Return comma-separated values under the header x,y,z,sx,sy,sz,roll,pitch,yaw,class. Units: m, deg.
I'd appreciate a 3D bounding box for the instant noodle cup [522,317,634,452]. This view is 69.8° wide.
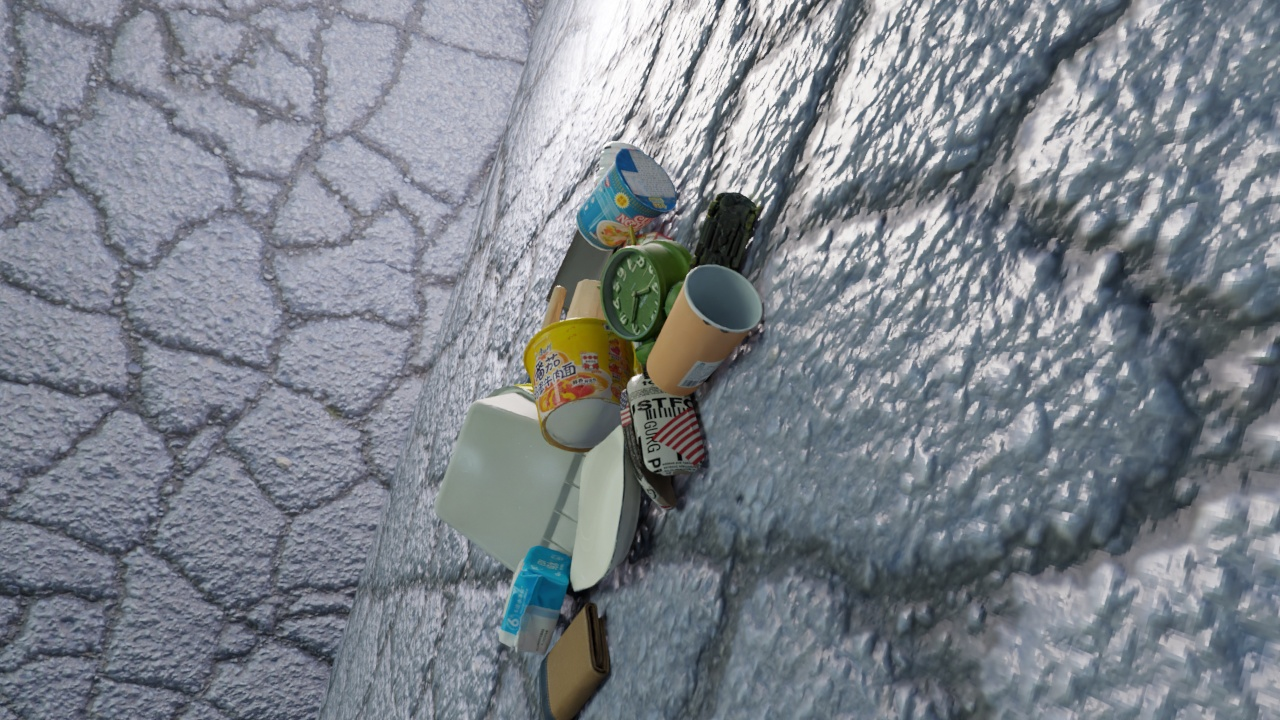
x,y,z,sx,sy,sz,roll,pitch,yaw,class
-0.066,0.034,1.074,0.138,0.138,0.109,-55,34,41,instant noodle cup

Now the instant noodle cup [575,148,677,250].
x,y,z,sx,sy,sz,roll,pitch,yaw,class
-0.024,-0.199,1.175,0.110,0.099,0.099,-40,35,39,instant noodle cup

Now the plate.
x,y,z,sx,sy,sz,roll,pitch,yaw,class
-0.033,0.162,0.985,0.165,0.034,0.163,134,145,-62,plate

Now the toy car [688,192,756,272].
x,y,z,sx,sy,sz,roll,pitch,yaw,class
0.083,-0.117,0.922,0.032,0.048,0.105,-1,-71,-82,toy car

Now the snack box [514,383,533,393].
x,y,z,sx,sy,sz,roll,pitch,yaw,class
-0.151,0.079,1.315,0.080,0.091,0.082,139,135,-70,snack box

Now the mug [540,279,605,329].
x,y,z,sx,sy,sz,roll,pitch,yaw,class
-0.074,-0.043,1.189,0.125,0.084,0.103,8,75,30,mug

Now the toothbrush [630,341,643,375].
x,y,z,sx,sy,sz,roll,pitch,yaw,class
-0.006,0.006,1.048,0.016,0.018,0.191,114,153,-56,toothbrush

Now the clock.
x,y,z,sx,sy,sz,roll,pitch,yaw,class
0.017,-0.061,0.985,0.161,0.056,0.116,54,132,30,clock

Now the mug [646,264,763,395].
x,y,z,sx,sy,sz,roll,pitch,yaw,class
0.055,-0.022,0.875,0.123,0.078,0.078,121,158,-47,mug

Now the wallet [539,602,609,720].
x,y,z,sx,sy,sz,roll,pitch,yaw,class
-0.070,0.323,0.966,0.115,0.033,0.090,-59,26,31,wallet

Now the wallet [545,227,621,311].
x,y,z,sx,sy,sz,roll,pitch,yaw,class
-0.078,-0.124,1.265,0.096,0.020,0.122,25,92,44,wallet

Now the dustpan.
x,y,z,sx,sy,sz,roll,pitch,yaw,class
-0.158,0.150,1.217,0.223,0.258,0.142,-69,-17,8,dustpan

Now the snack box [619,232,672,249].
x,y,z,sx,sy,sz,roll,pitch,yaw,class
-0.005,-0.125,1.196,0.153,0.025,0.075,16,87,71,snack box

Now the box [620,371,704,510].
x,y,z,sx,sy,sz,roll,pitch,yaw,class
0.016,0.081,0.920,0.162,0.076,0.088,-105,16,-53,box

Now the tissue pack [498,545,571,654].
x,y,z,sx,sy,sz,roll,pitch,yaw,class
-0.121,0.272,1.058,0.140,0.063,0.090,-106,34,-87,tissue pack

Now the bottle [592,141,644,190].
x,y,z,sx,sy,sz,roll,pitch,yaw,class
-0.043,-0.212,1.320,0.068,0.068,0.196,173,111,-69,bottle
